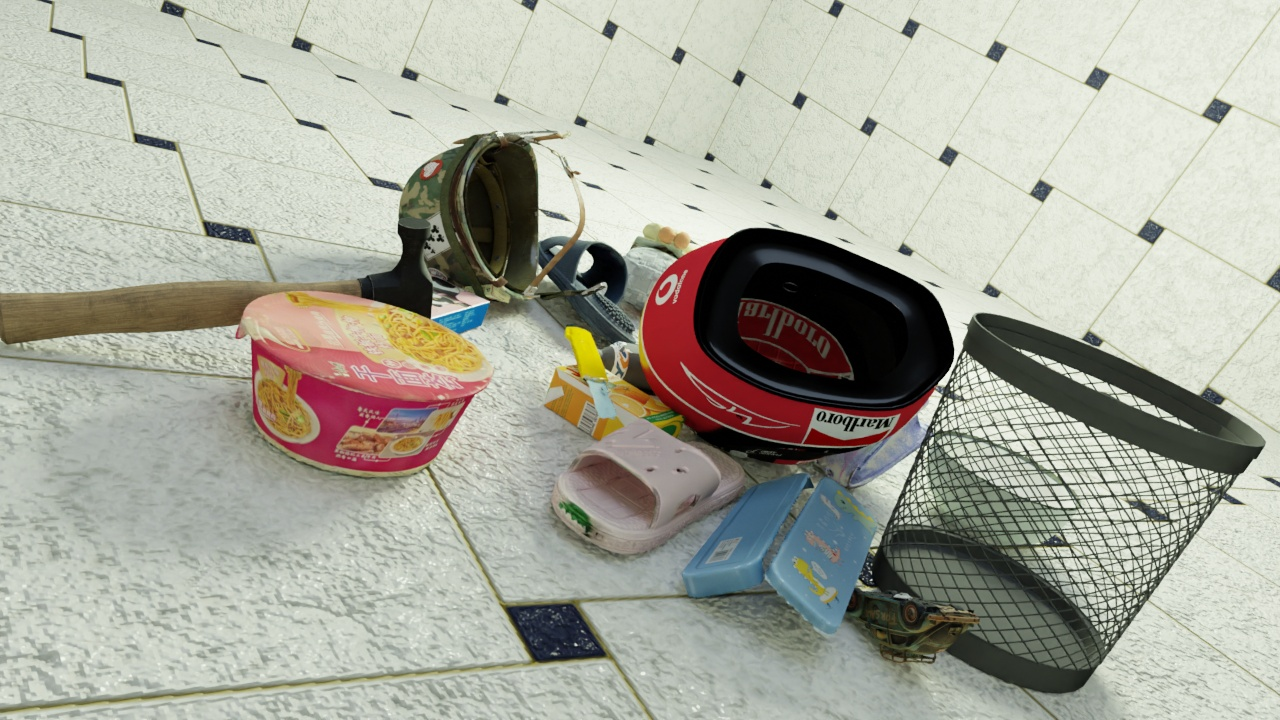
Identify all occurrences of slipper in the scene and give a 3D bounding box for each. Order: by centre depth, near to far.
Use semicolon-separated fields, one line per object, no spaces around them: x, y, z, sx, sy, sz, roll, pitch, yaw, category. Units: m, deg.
0.017;0.088;0.741;0.094;0.064;0.238;30;19;27;slipper
-0.058;-0.106;1.144;0.101;0.082;0.263;36;10;-36;slipper

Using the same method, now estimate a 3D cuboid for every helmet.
0.131;-0.004;0.880;0.271;0.197;0.225;19;-20;5;helmet
-0.159;-0.163;1.050;0.236;0.192;0.224;0;-3;1;helmet

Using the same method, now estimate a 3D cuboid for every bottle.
-0.006;0.006;0.979;0.112;0.047;0.047;11;21;-28;bottle

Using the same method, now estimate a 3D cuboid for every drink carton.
-0.027;0.045;0.851;0.122;0.041;0.058;30;20;28;drink carton

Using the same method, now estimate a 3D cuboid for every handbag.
0.214;0.054;0.979;0.126;0.069;0.158;-32;41;-15;handbag
0.028;-0.129;1.280;0.112;0.123;0.171;26;12;-2;handbag

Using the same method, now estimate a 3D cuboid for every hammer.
-0.313;-0.040;0.711;0.304;0.132;0.040;-7;31;-32;hammer

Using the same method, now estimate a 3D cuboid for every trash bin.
0.320;0.111;0.733;0.217;0.228;0.217;18;18;-7;trash bin

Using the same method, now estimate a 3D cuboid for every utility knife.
-0.047;0.006;0.844;0.030;0.019;0.227;10;16;-14;utility knife

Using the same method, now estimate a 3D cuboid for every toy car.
0.189;0.191;0.657;0.047;0.047;0.112;13;-9;-24;toy car

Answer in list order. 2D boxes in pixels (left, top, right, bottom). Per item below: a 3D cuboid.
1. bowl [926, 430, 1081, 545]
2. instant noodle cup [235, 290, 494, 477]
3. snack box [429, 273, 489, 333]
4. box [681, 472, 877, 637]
0.363;0.139;0.948;0.153;0.073;0.153;18;18;-6;bowl
-0.206;0.019;0.677;0.178;0.078;0.178;19;17;-6;instant noodle cup
-0.228;-0.054;0.930;0.088;0.033;0.153;25;19;13;snack box
0.115;0.134;0.704;0.122;0.047;0.209;10;16;20;box
